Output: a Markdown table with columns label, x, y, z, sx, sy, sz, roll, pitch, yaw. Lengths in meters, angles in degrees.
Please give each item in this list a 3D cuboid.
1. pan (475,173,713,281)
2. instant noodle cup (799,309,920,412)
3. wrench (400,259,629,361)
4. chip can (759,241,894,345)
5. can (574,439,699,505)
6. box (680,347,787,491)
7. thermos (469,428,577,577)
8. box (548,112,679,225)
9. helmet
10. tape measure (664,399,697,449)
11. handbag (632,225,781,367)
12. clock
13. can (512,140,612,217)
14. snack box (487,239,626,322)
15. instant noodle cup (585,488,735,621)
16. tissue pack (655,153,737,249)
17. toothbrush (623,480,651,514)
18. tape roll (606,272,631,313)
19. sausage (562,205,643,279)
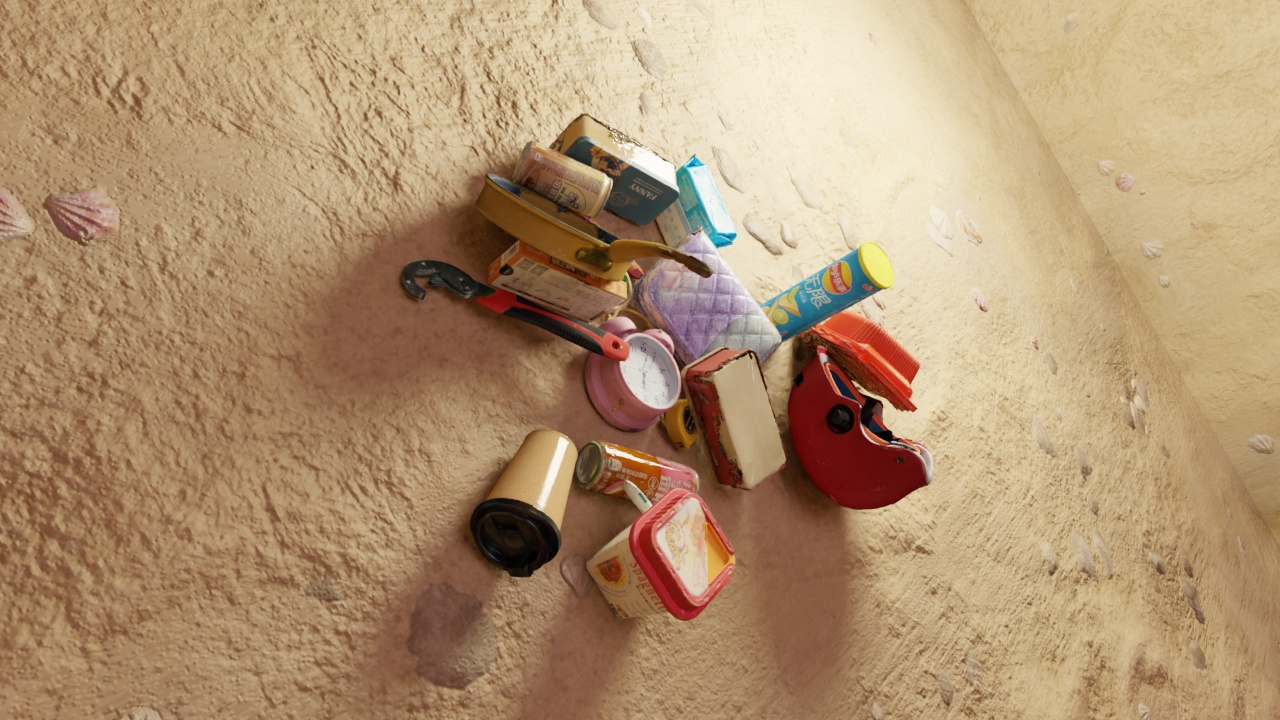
| label | x | y | z | sx | sy | sz | roll | pitch | yaw |
| --- | --- | --- | --- | --- | --- | --- | --- | --- | --- |
| pan | -0.046 | -0.134 | 1.002 | 0.197 | 0.078 | 0.357 | 18 | 15 | -42 |
| instant noodle cup | 0.339 | -0.008 | 1.380 | 0.164 | 0.079 | 0.189 | 39 | 2 | -21 |
| wrench | -0.134 | -0.055 | 1.032 | 0.273 | 0.016 | 0.056 | 19 | 49 | -20 |
| chip can | 0.258 | -0.092 | 1.321 | 0.071 | 0.211 | 0.071 | 22 | 54 | -34 |
| can | -0.003 | 0.135 | 1.060 | 0.147 | 0.058 | 0.057 | 20 | 55 | -35 |
| box | 0.123 | 0.074 | 1.152 | 0.091 | 0.076 | 0.168 | -29 | 109 | -32 |
| thermos | -0.112 | 0.140 | 0.937 | 0.093 | 0.093 | 0.142 | 42 | 36 | -18 |
| box | -0.030 | -0.251 | 1.228 | 0.184 | 0.090 | 0.059 | 23 | 49 | -29 |
| helmet | 0.284 | 0.110 | 1.282 | 0.240 | 0.144 | 0.206 | 49 | 16 | 14 |
| tape measure | 0.051 | 0.078 | 1.160 | 0.057 | 0.029 | 0.059 | 62 | 35 | -31 |
| handbag | 0.087 | -0.063 | 1.219 | 0.134 | 0.076 | 0.194 | -42 | 105 | -18 |
| clock | -0.007 | 0.007 | 1.127 | 0.117 | 0.060 | 0.158 | 19 | 53 | -36 |
| can | -0.098 | -0.228 | 1.155 | 0.116 | 0.059 | 0.058 | 22 | 52 | -16 |
| snack box | -0.097 | -0.091 | 1.084 | 0.153 | 0.075 | 0.026 | 20 | 56 | -35 |
| instant noodle cup | 0.017 | 0.215 | 0.984 | 0.116 | 0.124 | 0.116 | -34 | 93 | -47 |
| tissue pack | 0.074 | -0.210 | 1.302 | 0.063 | 0.090 | 0.140 | -15 | 78 | -47 |
| toothbrush | 0.033 | 0.200 | 1.057 | 0.191 | 0.016 | 0.018 | 55 | 30 | -28 |
| tape roll | -0.048 | -0.102 | 1.183 | 0.085 | 0.014 | 0.085 | 22 | 55 | -34 |
| sausage | -0.047 | -0.159 | 1.212 | 0.156 | 0.020 | 0.020 | 44 | 44 | -17 |
